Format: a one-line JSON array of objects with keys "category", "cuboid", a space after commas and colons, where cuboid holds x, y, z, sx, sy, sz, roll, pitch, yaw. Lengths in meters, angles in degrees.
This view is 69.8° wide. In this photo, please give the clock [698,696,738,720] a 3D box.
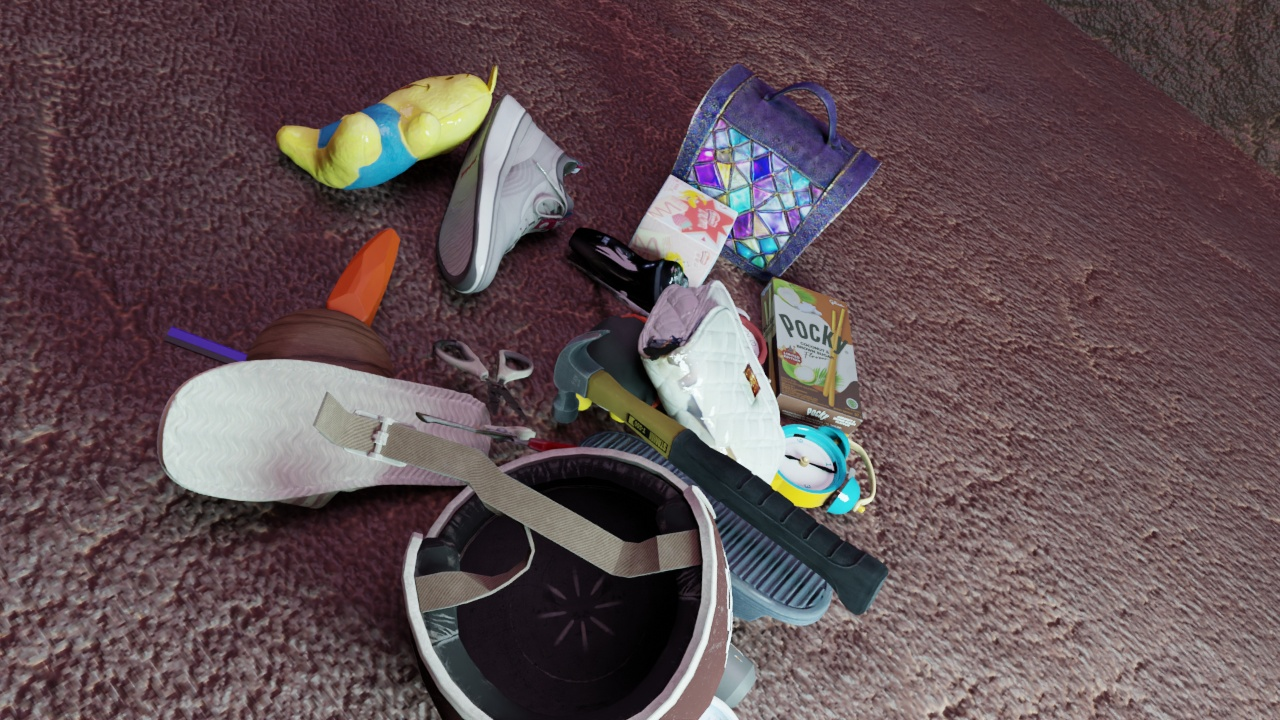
[{"category": "clock", "cuboid": [0.025, 0.299, 0.673, 0.089, 0.052, 0.125, 44, 48, 12]}]

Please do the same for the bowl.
[{"category": "bowl", "cuboid": [-0.262, 0.009, 0.756, 0.119, 0.032, 0.119, 6, 73, -22]}]

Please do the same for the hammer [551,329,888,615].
[{"category": "hammer", "cuboid": [0.052, 0.084, 0.748, 0.333, 0.118, 0.025, 34, 45, 26]}]

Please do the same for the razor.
[{"category": "razor", "cuboid": [-0.012, -0.106, 1.004, 0.140, 0.064, 0.052, 31, 43, -1]}]

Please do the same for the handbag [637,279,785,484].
[{"category": "handbag", "cuboid": [0.072, 0.028, 0.851, 0.195, 0.073, 0.138, 62, 35, -30]}]

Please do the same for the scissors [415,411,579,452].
[{"category": "scissors", "cuboid": [-0.092, 0.065, 0.751, 0.199, 0.179, 0.015, 17, 86, -21]}]

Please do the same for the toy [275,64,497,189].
[{"category": "toy", "cuboid": [-0.249, -0.243, 0.963, 0.149, 0.084, 0.213, 9, 34, 39]}]

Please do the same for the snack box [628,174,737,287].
[{"category": "snack box", "cuboid": [0.046, -0.143, 1.058, 0.095, 0.080, 0.092, 30, 44, -2]}]

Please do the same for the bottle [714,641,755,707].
[{"category": "bottle", "cuboid": [0.042, 0.231, 0.744, 0.112, 0.047, 0.046, 41, 45, 10]}]

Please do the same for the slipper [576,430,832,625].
[{"category": "slipper", "cuboid": [0.046, 0.154, 0.801, 0.264, 0.083, 0.101, 31, 41, 28]}]

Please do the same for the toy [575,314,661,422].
[{"category": "toy", "cuboid": [-0.005, 0.005, 0.889, 0.098, 0.100, 0.119, 13, 8, 37]}]

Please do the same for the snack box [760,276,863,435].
[{"category": "snack box", "cuboid": [0.193, -0.008, 1.050, 0.101, 0.032, 0.185, 18, 45, -14]}]

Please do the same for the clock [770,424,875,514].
[{"category": "clock", "cuboid": [0.178, 0.108, 0.933, 0.129, 0.044, 0.099, 9, 48, -12]}]

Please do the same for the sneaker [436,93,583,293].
[{"category": "sneaker", "cuboid": [-0.132, -0.160, 0.974, 0.128, 0.097, 0.262, 28, 48, -23]}]

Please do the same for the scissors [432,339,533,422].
[{"category": "scissors", "cuboid": [-0.126, 0.015, 0.822, 0.163, 0.013, 0.153, 26, 18, 28]}]

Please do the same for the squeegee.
[{"category": "squeegee", "cuboid": [-0.258, -0.050, 0.826, 0.249, 0.055, 0.184, 22, 52, -10]}]

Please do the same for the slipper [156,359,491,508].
[{"category": "slipper", "cuboid": [-0.235, 0.060, 0.713, 0.262, 0.052, 0.115, 6, 88, -44]}]

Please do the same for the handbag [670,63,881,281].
[{"category": "handbag", "cuboid": [0.156, -0.231, 1.092, 0.205, 0.223, 0.125, 37, 44, 5]}]

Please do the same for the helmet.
[{"category": "helmet", "cuboid": [-0.056, 0.154, 0.614, 0.233, 0.254, 0.233, -9, 69, -3]}]

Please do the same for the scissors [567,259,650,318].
[{"category": "scissors", "cuboid": [-0.006, -0.056, 0.957, 0.165, 0.014, 0.141, 32, 5, -15]}]

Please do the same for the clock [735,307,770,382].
[{"category": "clock", "cuboid": [0.088, -0.020, 0.996, 0.087, 0.044, 0.124, 3, 52, -26]}]
